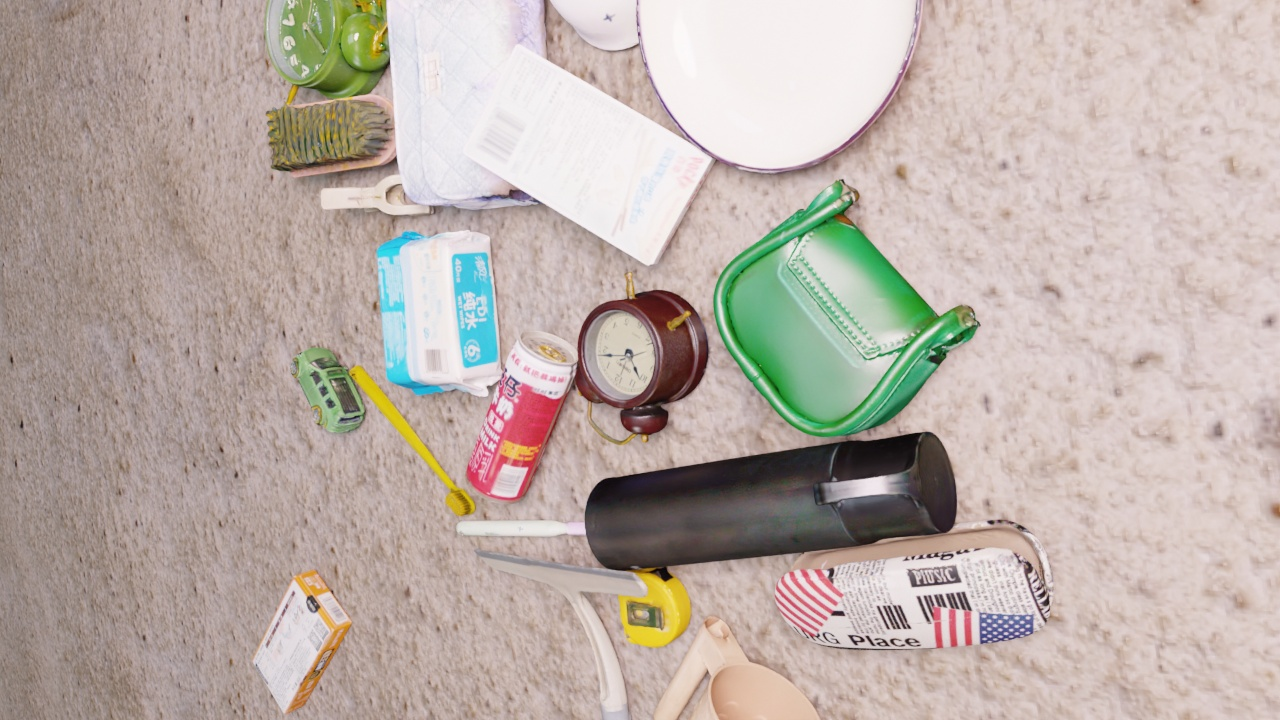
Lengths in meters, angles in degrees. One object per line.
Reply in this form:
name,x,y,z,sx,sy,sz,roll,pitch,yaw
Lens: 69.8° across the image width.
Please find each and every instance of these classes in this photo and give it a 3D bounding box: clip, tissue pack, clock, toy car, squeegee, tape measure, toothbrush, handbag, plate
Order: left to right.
toy car,-0.295,0.026,0.872,0.036,0.043,0.091,-45,72,34
clock,-0.265,-0.294,0.799,0.162,0.056,0.116,-14,89,36
clip,-0.223,-0.142,0.797,0.097,0.060,0.034,3,98,25
toothbrush,-0.211,0.071,0.833,0.190,0.016,0.016,45,119,23
tissue pack,-0.164,-0.039,0.755,0.090,0.063,0.140,0,97,34
handbag,-0.129,-0.212,0.699,0.134,0.075,0.194,0,97,34
toothbrush,-0.085,0.140,0.750,0.190,0.029,0.020,-6,51,38
squeegee,-0.027,0.263,0.712,0.247,0.039,0.246,-11,96,55
clock,-0.004,0.004,0.649,0.082,0.055,0.122,36,117,27
tape measure,0.008,0.184,0.681,0.057,0.028,0.060,-5,94,36
plate,0.084,-0.212,0.554,0.193,0.038,0.193,16,116,35
handbag,0.117,-0.027,0.549,0.131,0.067,0.120,52,121,19

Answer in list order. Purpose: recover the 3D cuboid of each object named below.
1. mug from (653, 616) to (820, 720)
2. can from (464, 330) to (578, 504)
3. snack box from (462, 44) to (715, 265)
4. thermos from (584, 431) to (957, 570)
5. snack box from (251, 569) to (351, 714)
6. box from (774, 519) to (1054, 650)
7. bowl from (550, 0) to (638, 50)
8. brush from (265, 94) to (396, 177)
mug,0.055,0.260,0.634,0.124,0.084,0.104,54,127,47
can,-0.093,0.045,0.721,0.053,0.053,0.133,36,116,27
snack box,-0.036,-0.140,0.628,0.157,0.026,0.085,31,102,5
thermos,0.069,0.091,0.588,0.243,0.089,0.068,-16,70,37
snack box,-0.359,0.297,0.965,0.075,0.026,0.154,46,120,22
box,0.155,0.143,0.540,0.164,0.077,0.075,-15,92,34
bowl,-0.032,-0.278,0.623,0.118,0.064,0.118,5,97,40
brush,-0.255,-0.196,0.796,0.146,0.072,0.063,1,97,31
